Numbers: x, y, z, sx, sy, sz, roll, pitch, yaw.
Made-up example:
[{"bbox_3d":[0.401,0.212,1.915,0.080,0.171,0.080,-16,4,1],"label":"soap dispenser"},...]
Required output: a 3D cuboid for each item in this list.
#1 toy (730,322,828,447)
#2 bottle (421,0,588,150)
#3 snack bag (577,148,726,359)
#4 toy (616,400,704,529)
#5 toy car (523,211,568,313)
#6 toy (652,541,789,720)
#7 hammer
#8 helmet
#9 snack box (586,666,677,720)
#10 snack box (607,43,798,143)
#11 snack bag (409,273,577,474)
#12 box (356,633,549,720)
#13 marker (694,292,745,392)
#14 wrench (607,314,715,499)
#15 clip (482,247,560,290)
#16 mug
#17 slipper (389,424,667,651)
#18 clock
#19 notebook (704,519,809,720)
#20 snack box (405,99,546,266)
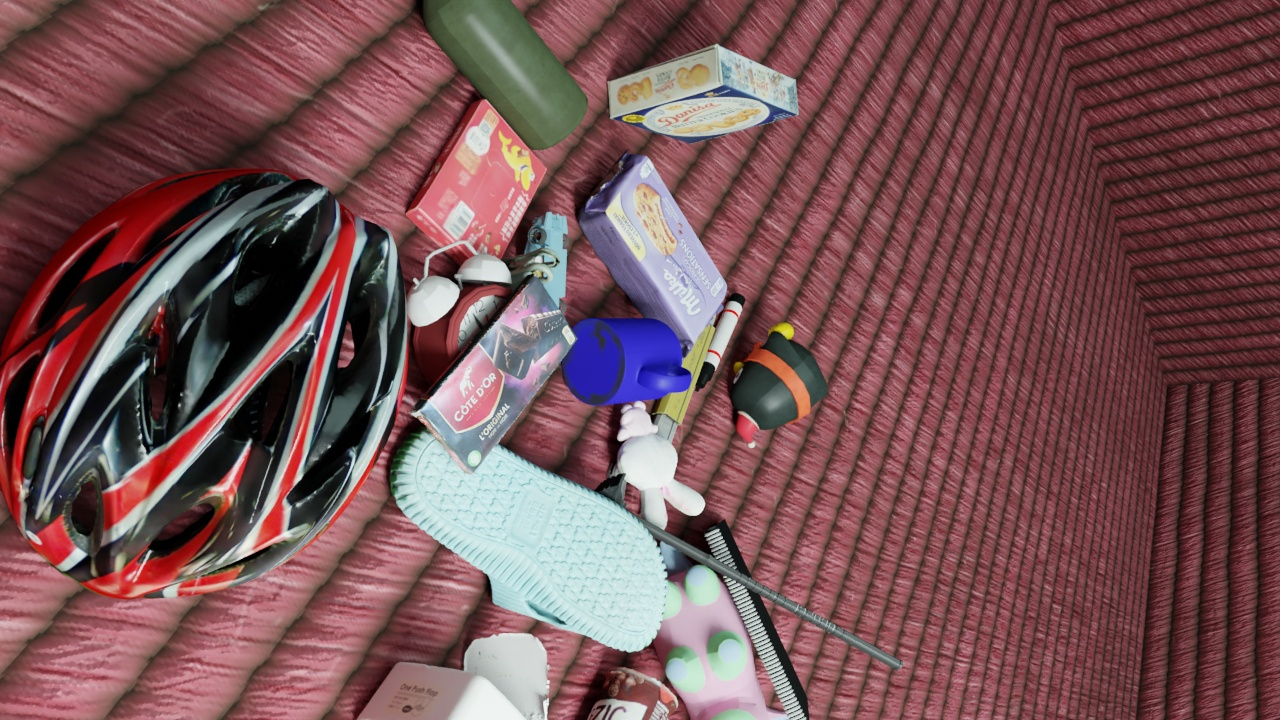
[{"bbox_3d":[0.150,0.032,1.051,0.119,0.099,0.098,-38,160,-21],"label":"toy"},{"bbox_3d":[-0.130,-0.274,0.775,0.207,0.072,0.071,46,52,-36],"label":"bottle"},{"bbox_3d":[0.014,-0.102,0.932,0.205,0.059,0.096,56,48,-29],"label":"snack bag"},{"bbox_3d":[0.009,0.100,0.882,0.075,0.037,0.125,-15,74,-42],"label":"toy"},{"bbox_3d":[-0.089,-0.078,0.825,0.060,0.027,0.108,-10,103,-72],"label":"toy car"},{"bbox_3d":[0.067,0.291,0.903,0.171,0.120,0.222,67,4,-60],"label":"toy"},{"bbox_3d":[0.099,0.197,0.826,0.325,0.095,0.015,29,54,-4],"label":"hammer"},{"bbox_3d":[-0.245,0.014,0.544,0.217,0.167,0.271,33,72,-39],"label":"helmet"},{"bbox_3d":[-0.023,0.342,0.809,0.072,0.072,0.121,55,48,-29],"label":"snack box"},{"bbox_3d":[0.065,-0.271,0.952,0.144,0.145,0.042,0,87,-49],"label":"snack box"},{"bbox_3d":[-0.110,0.008,0.719,0.154,0.018,0.074,-54,131,-29],"label":"snack bag"},{"bbox_3d":[-0.118,0.246,0.682,0.103,0.110,0.129,57,47,-28],"label":"box"},{"bbox_3d":[0.088,-0.019,1.038,0.019,0.019,0.145,52,49,-32],"label":"marker"},{"bbox_3d":[0.031,0.043,0.959,0.083,0.018,0.272,42,54,-33],"label":"wrench"},{"bbox_3d":[-0.100,-0.076,0.777,0.023,0.076,0.047,45,51,-36],"label":"clip"},{"bbox_3d":[-0.005,0.005,0.852,0.083,0.111,0.079,-4,111,-50],"label":"mug"},{"bbox_3d":[-0.090,0.146,0.762,0.276,0.070,0.115,36,61,-22],"label":"slipper"},{"bbox_3d":[-0.135,-0.026,0.738,0.096,0.048,0.138,-33,117,-42],"label":"clock"},{"bbox_3d":[0.119,0.261,0.925,0.206,0.016,0.149,65,5,10],"label":"notebook"},{"bbox_3d":[-0.137,-0.146,0.786,0.089,0.021,0.132,46,52,-36],"label":"snack box"}]
